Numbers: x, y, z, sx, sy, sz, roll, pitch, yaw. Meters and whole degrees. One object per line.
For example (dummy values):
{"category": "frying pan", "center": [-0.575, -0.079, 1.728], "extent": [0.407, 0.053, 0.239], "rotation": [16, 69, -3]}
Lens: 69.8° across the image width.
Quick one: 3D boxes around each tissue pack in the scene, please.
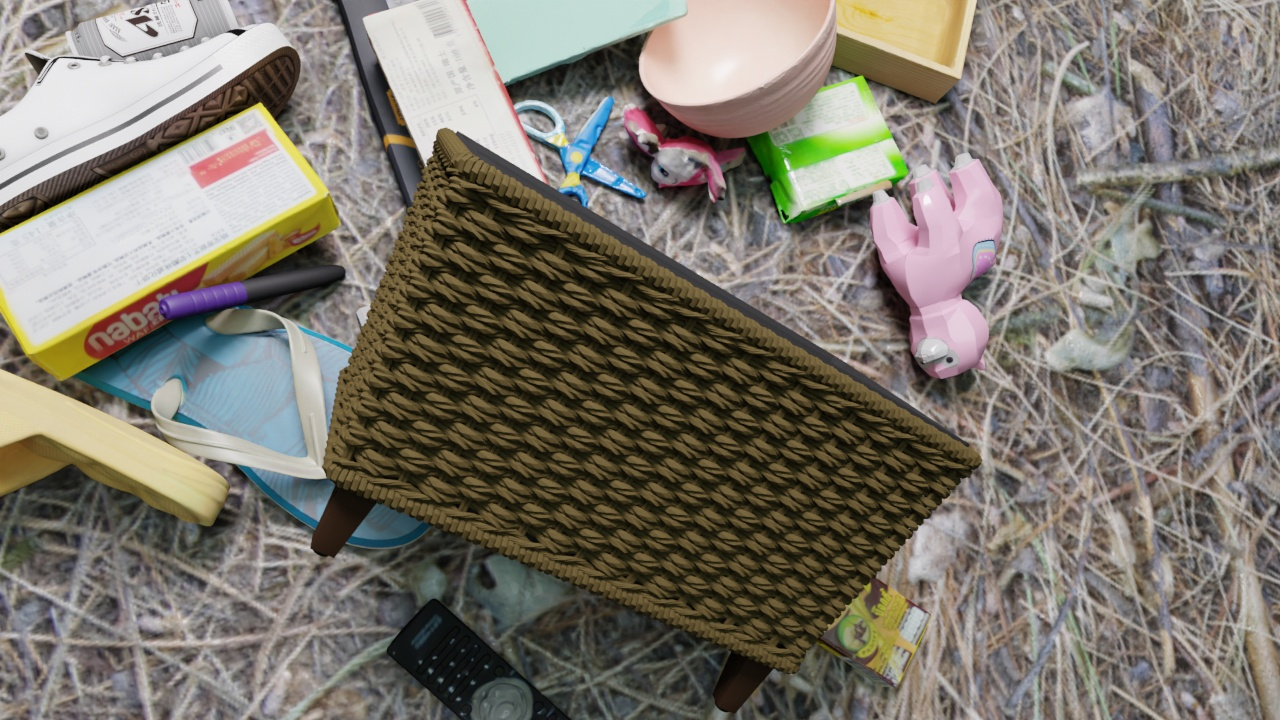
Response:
{"category": "tissue pack", "center": [0.150, -0.168, 0.738], "extent": [0.114, 0.034, 0.099], "rotation": [-20, 82, -14]}

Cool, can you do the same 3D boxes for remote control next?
{"category": "remote control", "center": [-0.100, 0.219, 0.603], "extent": [0.140, 0.021, 0.045], "rotation": [44, 74, -4]}

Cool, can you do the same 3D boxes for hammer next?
{"category": "hammer", "center": [-0.179, -0.166, 0.672], "extent": [0.139, 0.035, 0.312], "rotation": [-18, 81, -19]}

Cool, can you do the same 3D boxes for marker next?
{"category": "marker", "center": [-0.251, -0.047, 0.605], "extent": [0.133, 0.018, 0.015], "rotation": [-24, 102, -51]}

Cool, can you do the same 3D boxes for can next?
{"category": "can", "center": [-0.340, -0.228, 0.648], "extent": [0.106, 0.044, 0.044], "rotation": [-23, 82, -16]}

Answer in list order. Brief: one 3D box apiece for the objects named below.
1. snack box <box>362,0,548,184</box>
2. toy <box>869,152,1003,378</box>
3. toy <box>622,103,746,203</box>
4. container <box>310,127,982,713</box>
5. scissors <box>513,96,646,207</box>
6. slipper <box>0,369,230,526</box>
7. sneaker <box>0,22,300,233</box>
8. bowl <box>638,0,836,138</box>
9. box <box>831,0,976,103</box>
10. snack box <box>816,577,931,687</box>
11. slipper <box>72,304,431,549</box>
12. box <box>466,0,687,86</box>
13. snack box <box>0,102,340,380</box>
{"category": "snack box", "center": [-0.103, -0.120, 0.634], "extent": [0.076, 0.044, 0.273], "rotation": [-24, 85, -12]}
{"category": "toy", "center": [0.238, -0.070, 0.711], "extent": [0.123, 0.067, 0.157], "rotation": [-30, 104, -34]}
{"category": "toy", "center": [0.026, -0.158, 0.709], "extent": [0.102, 0.050, 0.065], "rotation": [31, 36, 1]}
{"category": "container", "center": [-0.016, 0.043, 0.530], "extent": [0.321, 0.176, 0.205], "rotation": [28, 99, -21]}
{"category": "scissors", "center": [-0.053, -0.154, 0.707], "extent": [0.127, 0.013, 0.125], "rotation": [30, 74, -5]}
{"category": "slipper", "center": [-0.384, 0.051, 0.544], "extent": [0.263, 0.100, 0.078], "rotation": [24, 63, -9]}
{"category": "sneaker", "center": [-0.352, -0.168, 0.608], "extent": [0.245, 0.091, 0.097], "rotation": [-34, 89, -12]}
{"category": "bowl", "center": [0.082, -0.224, 0.693], "extent": [0.153, 0.076, 0.152], "rotation": [-16, 54, 22]}
{"category": "box", "center": [0.178, -0.369, 0.748], "extent": [0.247, 0.118, 0.253], "rotation": [18, 112, -8]}
{"category": "snack box", "center": [0.131, 0.169, 0.658], "extent": [0.149, 0.026, 0.061], "rotation": [34, 72, -2]}
{"category": "slipper", "center": [-0.255, 0.018, 0.600], "extent": [0.295, 0.060, 0.118], "rotation": [29, 70, -3]}
{"category": "box", "center": [-0.071, -0.288, 0.692], "extent": [0.187, 0.055, 0.138], "rotation": [-21, 86, 3]}
{"category": "snack box", "center": [-0.306, -0.080, 0.590], "extent": [0.200, 0.042, 0.092], "rotation": [-35, 73, -18]}
